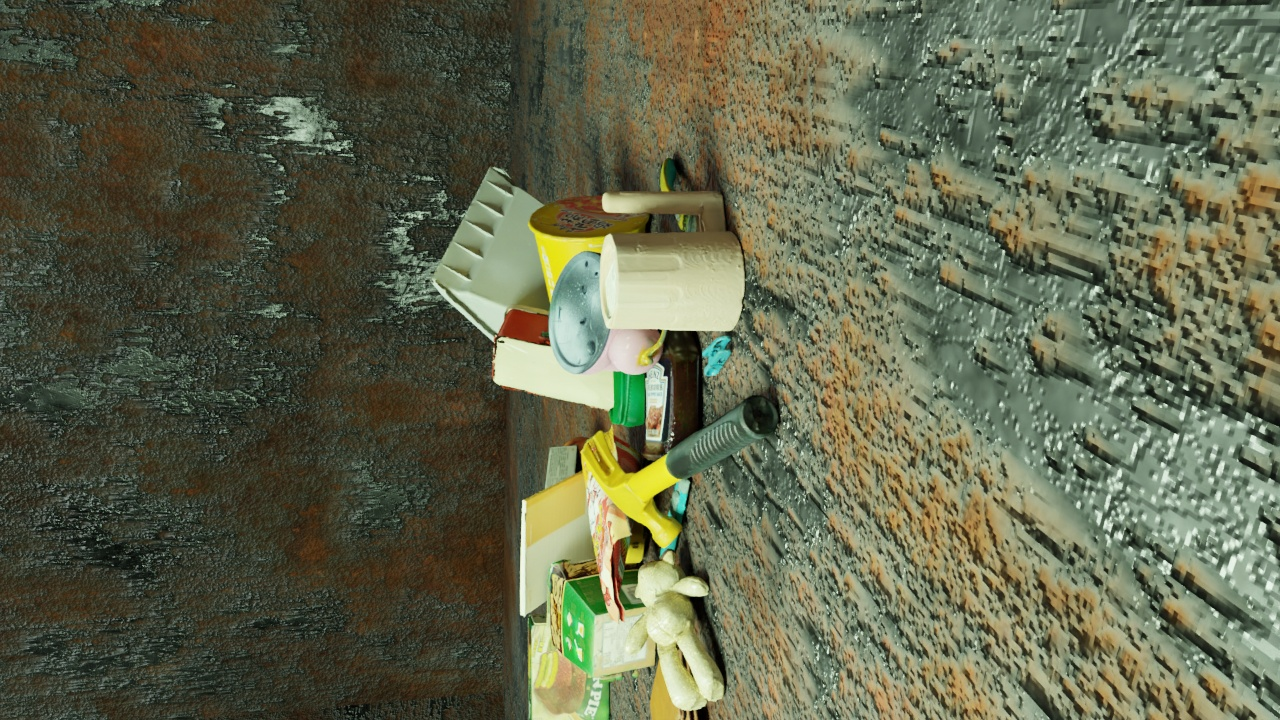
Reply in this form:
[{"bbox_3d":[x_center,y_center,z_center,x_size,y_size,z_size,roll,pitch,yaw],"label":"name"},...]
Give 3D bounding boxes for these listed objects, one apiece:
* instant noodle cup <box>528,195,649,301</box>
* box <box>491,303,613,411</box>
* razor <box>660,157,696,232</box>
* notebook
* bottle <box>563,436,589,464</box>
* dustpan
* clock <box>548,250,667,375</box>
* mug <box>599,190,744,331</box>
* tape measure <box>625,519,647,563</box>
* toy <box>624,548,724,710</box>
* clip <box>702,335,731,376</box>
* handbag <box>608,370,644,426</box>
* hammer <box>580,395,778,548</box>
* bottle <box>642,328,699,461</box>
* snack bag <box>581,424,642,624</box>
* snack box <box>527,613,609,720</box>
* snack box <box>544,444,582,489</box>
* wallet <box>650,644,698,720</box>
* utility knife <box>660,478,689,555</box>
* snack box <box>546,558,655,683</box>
[{"bbox_3d":[-0.055,-0.117,1.064,0.138,0.138,0.110,-113,16,-59],"label":"instant noodle cup"},{"bbox_3d":[-0.088,0.004,1.082,0.080,0.168,0.091,-76,-3,-49],"label":"box"},{"bbox_3d":[0.035,-0.165,0.883,0.132,0.028,0.043,-105,15,-52],"label":"razor"},{"bbox_3d":[-0.079,0.206,1.124,0.205,0.010,0.146,-19,-64,-55],"label":"notebook"},{"bbox_3d":[-0.088,0.173,1.380,0.150,0.066,0.066,96,168,-56],"label":"bottle"},{"bbox_3d":[-0.139,-0.084,1.216,0.143,0.257,0.222,-48,19,50],"label":"dustpan"},{"bbox_3d":[-0.024,-0.043,0.861,0.159,0.059,0.117,0,85,56],"label":"clock"},{"bbox_3d":[0.022,-0.085,0.762,0.084,0.103,0.124,128,139,-70],"label":"mug"},{"bbox_3d":[-0.008,0.210,1.085,0.060,0.029,0.057,-110,23,-60],"label":"tape measure"},{"bbox_3d":[0.035,0.248,0.849,0.105,0.066,0.157,-50,34,19],"label":"toy"},{"bbox_3d":[0.065,-0.006,0.783,0.057,0.014,0.047,126,143,-68],"label":"clip"},{"bbox_3d":[-0.006,0.006,0.973,0.120,0.068,0.131,141,128,-74],"label":"handbag"},{"bbox_3d":[0.033,0.088,0.787,0.032,0.129,0.302,-48,2,-29],"label":"hammer"},{"bbox_3d":[0.029,-0.002,0.876,0.080,0.044,0.195,176,94,-69],"label":"bottle"},{"bbox_3d":[-0.029,0.171,1.012,0.207,0.073,0.129,-96,9,-59],"label":"snack bag"},{"bbox_3d":[-0.106,0.492,1.344,0.063,0.114,0.240,-178,87,-78],"label":"snack box"},{"bbox_3d":[-0.096,0.240,1.254,0.177,0.046,0.183,-91,-6,-55],"label":"snack box"},{"bbox_3d":[0.032,0.351,0.904,0.119,0.035,0.131,-104,17,-46],"label":"wallet"},{"bbox_3d":[0.033,0.169,0.936,0.029,0.013,0.152,-110,23,-48],"label":"utility knife"},{"bbox_3d":[-0.036,0.298,1.065,0.106,0.118,0.117,-152,61,-62],"label":"snack box"}]
